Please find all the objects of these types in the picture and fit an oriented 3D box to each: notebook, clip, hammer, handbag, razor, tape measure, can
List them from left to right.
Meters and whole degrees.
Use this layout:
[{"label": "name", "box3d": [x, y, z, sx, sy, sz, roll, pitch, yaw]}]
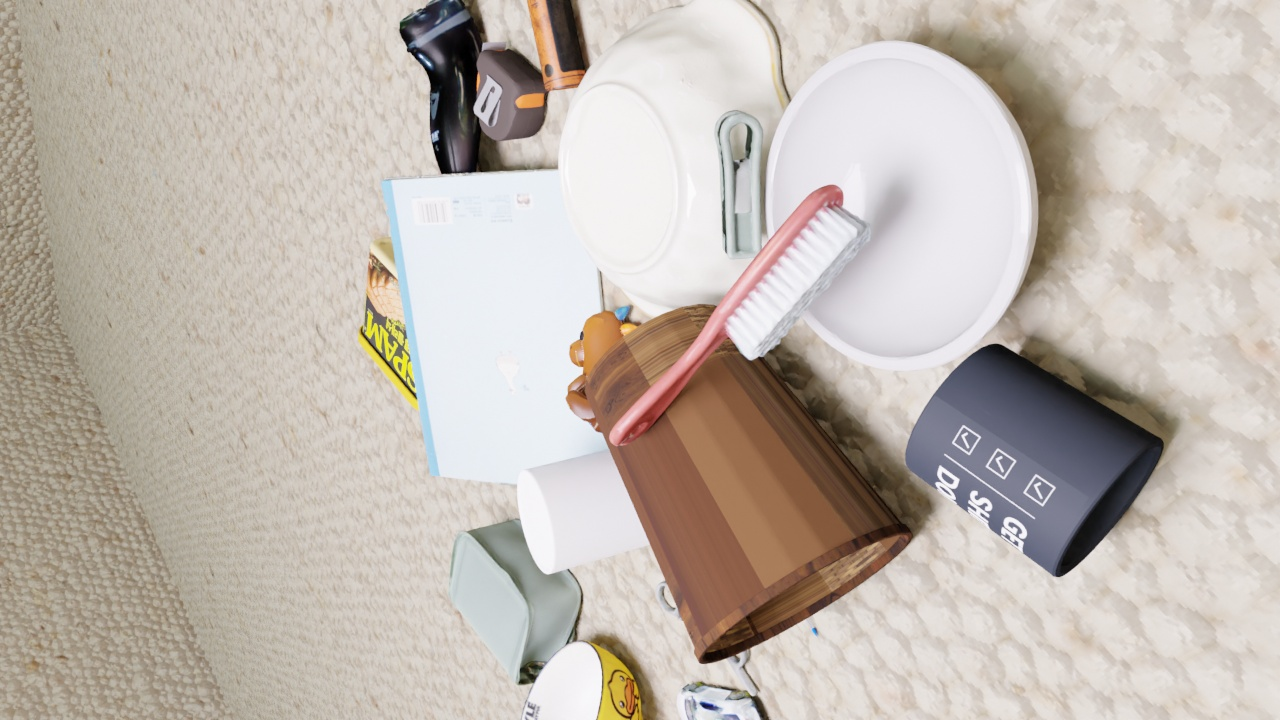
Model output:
[{"label": "can", "box3d": [-0.189, -0.036, 0.817, 0.135, 0.075, 0.105, 42, 131, 33]}, {"label": "razor", "box3d": [-0.149, -0.206, 0.699, 0.053, 0.063, 0.140, -1, 93, 56]}, {"label": "notebook", "box3d": [-0.108, -0.019, 0.714, 0.181, 0.009, 0.254, 3, 109, 23]}, {"label": "tape measure", "box3d": [-0.100, -0.191, 0.670, 0.058, 0.038, 0.059, 47, 136, 29]}, {"label": "handbag", "box3d": [-0.117, 0.214, 0.834, 0.122, 0.067, 0.106, 37, 122, 37]}, {"label": "hammer", "box3d": [-0.072, -0.334, 0.582, 0.138, 0.034, 0.314, 1, 106, 51]}, {"label": "clip", "box3d": [0.052, -0.092, 0.480, 0.042, 0.023, 0.076, -104, 9, -70]}]

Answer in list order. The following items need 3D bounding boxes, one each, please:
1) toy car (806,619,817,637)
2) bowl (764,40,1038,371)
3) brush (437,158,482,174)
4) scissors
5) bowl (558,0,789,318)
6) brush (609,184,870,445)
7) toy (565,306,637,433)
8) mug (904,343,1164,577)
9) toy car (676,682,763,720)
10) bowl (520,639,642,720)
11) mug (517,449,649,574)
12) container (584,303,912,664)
[{"label": "toy car", "box3d": [0.086, 0.128, 0.593, 0.033, 0.061, 0.091, -37, 46, 53]}, {"label": "bowl", "box3d": [0.125, -0.072, 0.433, 0.150, 0.043, 0.150, 26, 123, 48]}, {"label": "brush", "box3d": [-0.164, -0.152, 0.790, 0.136, 0.015, 0.050, -16, 90, 58]}, {"label": "scissors", "box3d": [0.048, 0.155, 0.649, 0.158, 0.014, 0.142, 51, 141, 25]}, {"label": "bowl", "box3d": [0.006, -0.112, 0.554, 0.188, 0.060, 0.220, 49, 138, 27]}, {"label": "brush", "box3d": [0.046, -0.010, 0.446, 0.030, 0.040, 0.173, 48, 114, 19]}, {"label": "toy", "box3d": [-0.004, 0.004, 0.636, 0.103, 0.070, 0.090, -20, 75, 30]}, {"label": "mug", "box3d": [0.173, 0.053, 0.414, 0.077, 0.071, 0.105, 40, 159, 35]}, {"label": "toy car", "box3d": [0.055, 0.261, 0.671, 0.090, 0.027, 0.038, -16, 93, 53]}, {"label": "bowl", "box3d": [-0.041, 0.299, 0.759, 0.118, 0.067, 0.117, -41, 31, 31]}, {"label": "mug", "box3d": [-0.038, 0.110, 0.667, 0.111, 0.090, 0.073, 130, 125, -61]}, {"label": "container", "box3d": [0.050, 0.063, 0.524, 0.167, 0.132, 0.132, 59, 141, 25]}]
